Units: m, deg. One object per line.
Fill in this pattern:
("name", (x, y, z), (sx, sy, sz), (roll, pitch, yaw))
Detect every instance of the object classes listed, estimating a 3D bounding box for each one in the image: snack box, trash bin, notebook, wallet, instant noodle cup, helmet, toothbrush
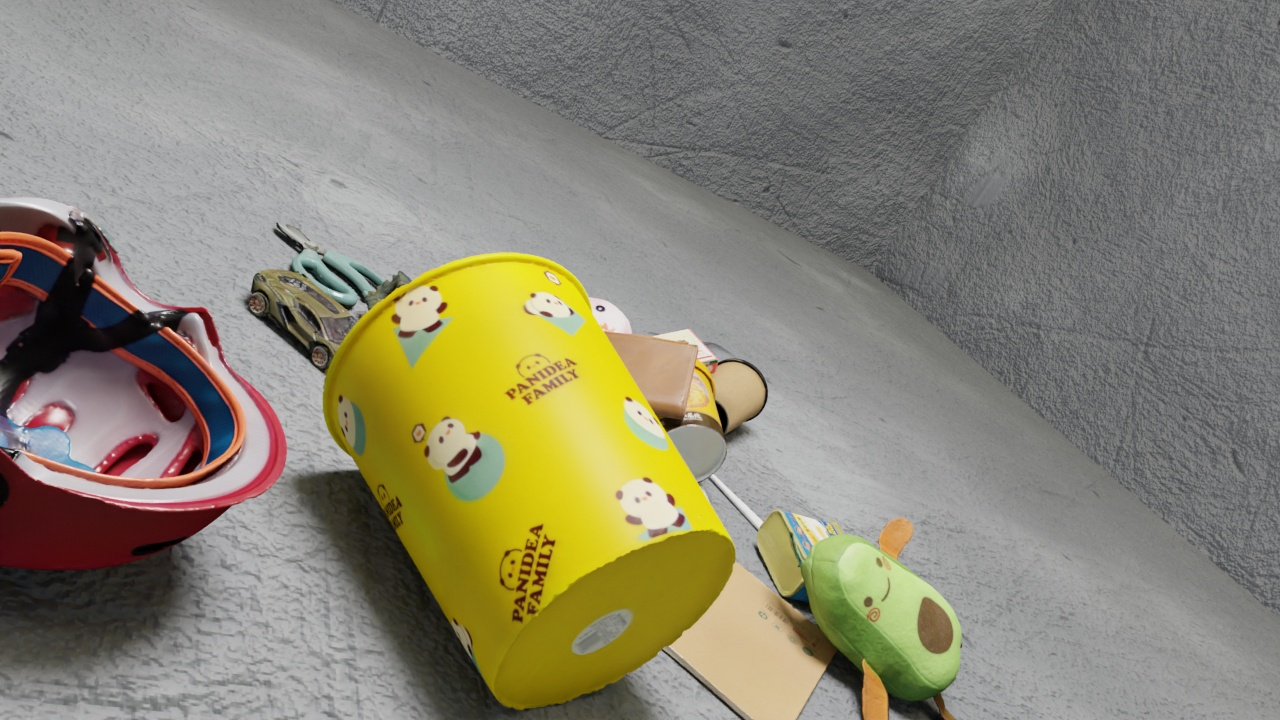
("snack box", (0.017, 0.001, 1.208), (0.155, 0.027, 0.077), (-12, 40, -27))
("trash bin", (-0.076, 0.089, 0.666), (0.229, 0.230, 0.255), (9, 35, -48))
("notebook", (0.097, 0.250, 0.833), (0.148, 0.008, 0.207), (37, 19, 17))
("wallet", (-0.006, 0.006, 1.004), (0.131, 0.035, 0.118), (9, 46, 9))
("instant noodle cup", (0.039, 0.072, 1.038), (0.118, 0.119, 0.114), (21, 30, -28))
("helmet", (-0.338, 0.033, 0.513), (0.240, 0.144, 0.206), (43, 17, -12))
("toothbrush", (0.110, 0.157, 1.071), (0.016, 0.016, 0.180), (-2, 39, -46))

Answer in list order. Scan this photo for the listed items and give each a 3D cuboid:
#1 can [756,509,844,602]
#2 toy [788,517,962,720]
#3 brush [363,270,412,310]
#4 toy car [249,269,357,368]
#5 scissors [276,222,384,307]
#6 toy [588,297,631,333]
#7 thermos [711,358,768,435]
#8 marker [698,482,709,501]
("can", (0.180, 0.211, 0.977), (0.083, 0.057, 0.102), (19, 28, -28))
("toy", (0.244, 0.252, 0.888), (0.246, 0.090, 0.226), (39, 44, -19))
("brush", (-0.235, -0.027, 0.947), (0.069, 0.063, 0.145), (54, 0, -43))
("toy car", (-0.307, -0.036, 0.882), (0.158, 0.042, 0.070), (39, 21, 13))
("scissors", (-0.347, -0.110, 1.041), (0.143, 0.019, 0.180), (6, 30, -51))
("toy", (-0.090, -0.045, 1.179), (0.159, 0.054, 0.121), (26, 46, 23))
("thermos", (0.113, 0.056, 1.234), (0.093, 0.093, 0.143), (35, 27, 10))
("marker", (0.062, 0.141, 1.040), (0.017, 0.017, 0.145), (23, 20, -23))
